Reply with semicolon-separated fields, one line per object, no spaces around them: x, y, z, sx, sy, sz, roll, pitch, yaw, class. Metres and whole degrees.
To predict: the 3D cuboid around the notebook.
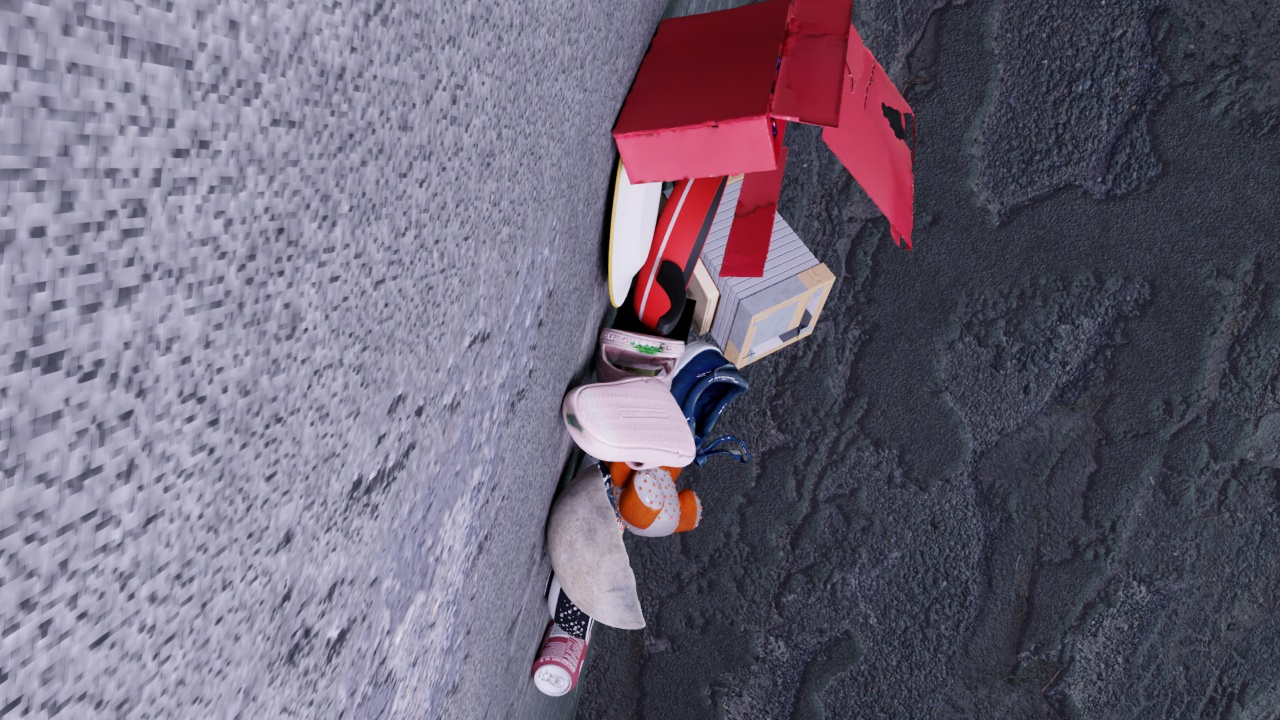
0.056;-0.129;1.274;0.167;0.024;0.225;62;-5;10;notebook

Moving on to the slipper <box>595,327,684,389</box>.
-0.006;0.006;1.074;0.239;0.094;0.064;133;-33;-85;slipper

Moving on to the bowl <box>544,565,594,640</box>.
-0.083;0.285;1.158;0.120;0.066;0.120;18;86;-87;bowl

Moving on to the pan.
0.036;-0.104;0.986;0.355;0.067;0.209;-59;171;-65;pan

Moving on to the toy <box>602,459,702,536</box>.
0.003;0.112;1.047;0.163;0.093;0.172;25;37;-59;toy

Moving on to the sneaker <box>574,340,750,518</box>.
0.033;0.120;1.157;0.294;0.127;0.120;-49;138;-2;sneaker

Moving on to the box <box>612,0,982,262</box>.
0.149;-0.223;0.789;0.121;0.318;0.210;100;4;-48;box

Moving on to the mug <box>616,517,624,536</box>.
-0.063;0.217;1.261;0.105;0.073;0.089;-14;-121;64;mug

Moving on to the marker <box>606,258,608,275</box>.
-0.020;-0.119;0.986;0.138;0.016;0.022;-71;151;-62;marker

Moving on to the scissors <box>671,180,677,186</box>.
0.053;-0.220;1.191;0.148;0.019;0.123;-107;-176;-48;scissors

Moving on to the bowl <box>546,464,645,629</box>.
-0.055;0.208;0.982;0.178;0.081;0.178;162;-89;-83;bowl

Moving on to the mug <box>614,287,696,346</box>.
0.016;-0.044;1.197;0.121;0.094;0.085;-66;169;-70;mug

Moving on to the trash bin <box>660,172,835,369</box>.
0.144;-0.142;1.367;0.247;0.142;0.143;56;-21;25;trash bin

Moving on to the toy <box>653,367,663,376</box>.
0.018;0.088;1.427;0.140;0.159;0.184;15;104;-45;toy

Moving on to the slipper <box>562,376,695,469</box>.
-0.008;0.068;0.937;0.056;0.106;0.221;-37;160;23;slipper

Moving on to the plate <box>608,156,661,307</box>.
0.002;-0.165;0.902;0.229;0.021;0.230;11;88;-84;plate

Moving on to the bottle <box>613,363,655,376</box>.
-0.017;0.045;1.323;0.059;0.059;0.166;66;38;-84;bottle

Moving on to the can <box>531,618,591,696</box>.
-0.109;0.407;1.276;0.114;0.063;0.063;-68;171;-67;can
